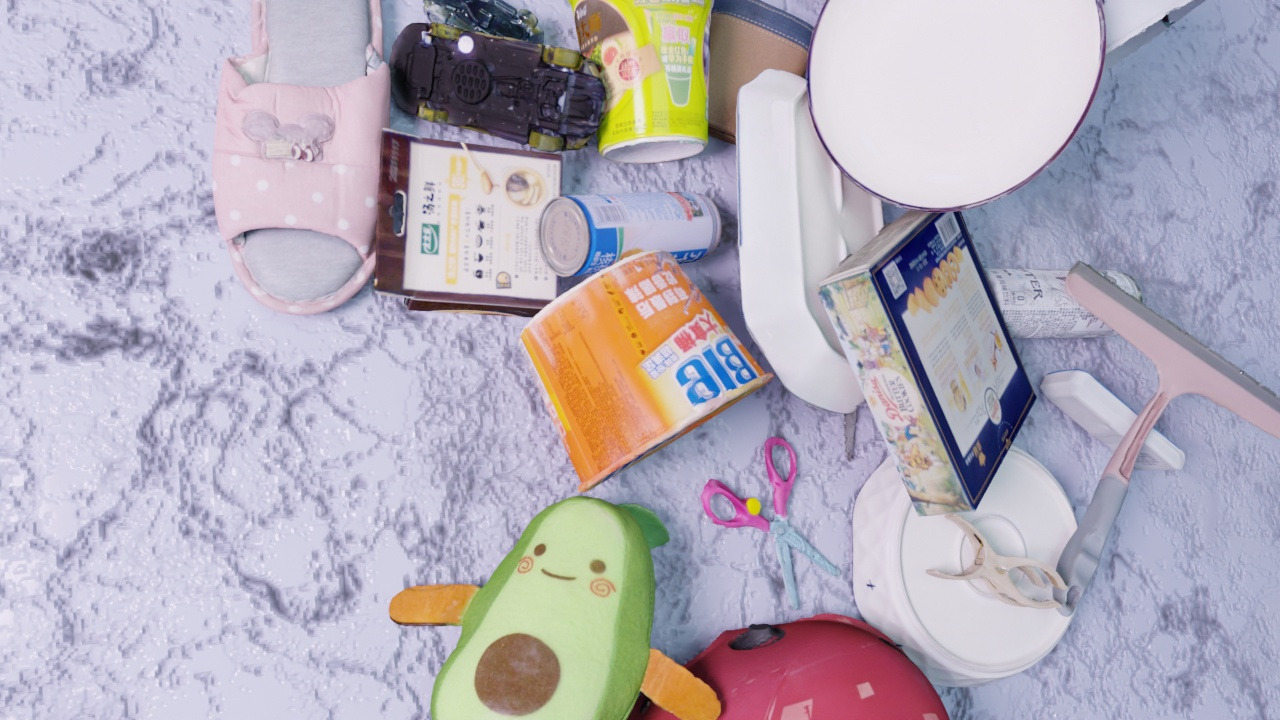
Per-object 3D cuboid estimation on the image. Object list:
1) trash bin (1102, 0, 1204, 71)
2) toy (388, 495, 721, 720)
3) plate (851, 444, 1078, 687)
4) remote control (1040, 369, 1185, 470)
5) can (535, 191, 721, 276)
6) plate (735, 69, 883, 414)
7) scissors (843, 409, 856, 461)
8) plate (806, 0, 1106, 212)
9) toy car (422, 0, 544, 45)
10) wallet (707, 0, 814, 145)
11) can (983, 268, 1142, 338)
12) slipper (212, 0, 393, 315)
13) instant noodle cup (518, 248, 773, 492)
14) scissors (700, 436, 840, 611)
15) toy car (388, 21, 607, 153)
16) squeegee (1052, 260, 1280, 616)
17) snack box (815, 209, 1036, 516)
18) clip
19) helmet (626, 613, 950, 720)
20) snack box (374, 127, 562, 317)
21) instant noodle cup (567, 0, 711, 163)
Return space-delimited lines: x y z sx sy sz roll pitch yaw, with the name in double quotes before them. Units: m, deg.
"trash bin" 0.266 -0.314 0.704 0.229 0.230 0.252 -31 87 -19
"toy" -0.061 0.195 0.585 0.227 0.090 0.246 17 69 9
"plate" 0.264 0.153 0.723 0.204 0.046 0.204 2 82 -17
"remote control" 0.397 0.052 0.776 0.125 0.049 0.024 36 76 -9
"can" -0.005 -0.091 0.646 0.134 0.053 0.053 -12 85 -43
"plate" 0.135 -0.095 0.670 0.162 0.034 0.265 20 63 -41
"scissors" 0.171 -0.010 0.736 0.178 0.014 0.159 38 74 -11
"plate" 0.208 -0.197 0.617 0.039 0.193 0.192 -18 87 -56
"toy car" -0.115 -0.245 0.669 0.090 0.034 0.043 28 77 -10
"wallet" 0.087 -0.227 0.730 0.090 0.033 0.115 19 78 -11
"can" 0.341 -0.048 0.768 0.146 0.058 0.058 -1 82 -17
"slipper" -0.221 -0.166 0.614 0.114 0.054 0.274 4 81 -17
"instant noodle cup" -0.004 0.004 0.614 0.151 0.152 0.111 -29 83 -19
"scissors" 0.107 0.118 0.696 0.133 0.017 0.118 37 69 -14
"toy car" -0.100 -0.192 0.639 0.158 0.042 0.070 16 108 8
"squeegee" 0.381 0.091 0.724 0.247 0.040 0.249 34 79 -3
"snack box" 0.214 -0.009 0.663 0.177 0.046 0.182 -35 104 -47
"clip" 0.264 0.156 0.681 0.100 0.035 0.070 28 76 -6
"helmet" 0.118 0.279 0.602 0.239 0.144 0.207 -27 89 -13
"snack box" -0.118 -0.091 0.635 0.125 0.053 0.113 3 82 -17
"instant noodle cup" 0.006 -0.211 0.667 0.111 0.112 0.123 -5 91 -18
